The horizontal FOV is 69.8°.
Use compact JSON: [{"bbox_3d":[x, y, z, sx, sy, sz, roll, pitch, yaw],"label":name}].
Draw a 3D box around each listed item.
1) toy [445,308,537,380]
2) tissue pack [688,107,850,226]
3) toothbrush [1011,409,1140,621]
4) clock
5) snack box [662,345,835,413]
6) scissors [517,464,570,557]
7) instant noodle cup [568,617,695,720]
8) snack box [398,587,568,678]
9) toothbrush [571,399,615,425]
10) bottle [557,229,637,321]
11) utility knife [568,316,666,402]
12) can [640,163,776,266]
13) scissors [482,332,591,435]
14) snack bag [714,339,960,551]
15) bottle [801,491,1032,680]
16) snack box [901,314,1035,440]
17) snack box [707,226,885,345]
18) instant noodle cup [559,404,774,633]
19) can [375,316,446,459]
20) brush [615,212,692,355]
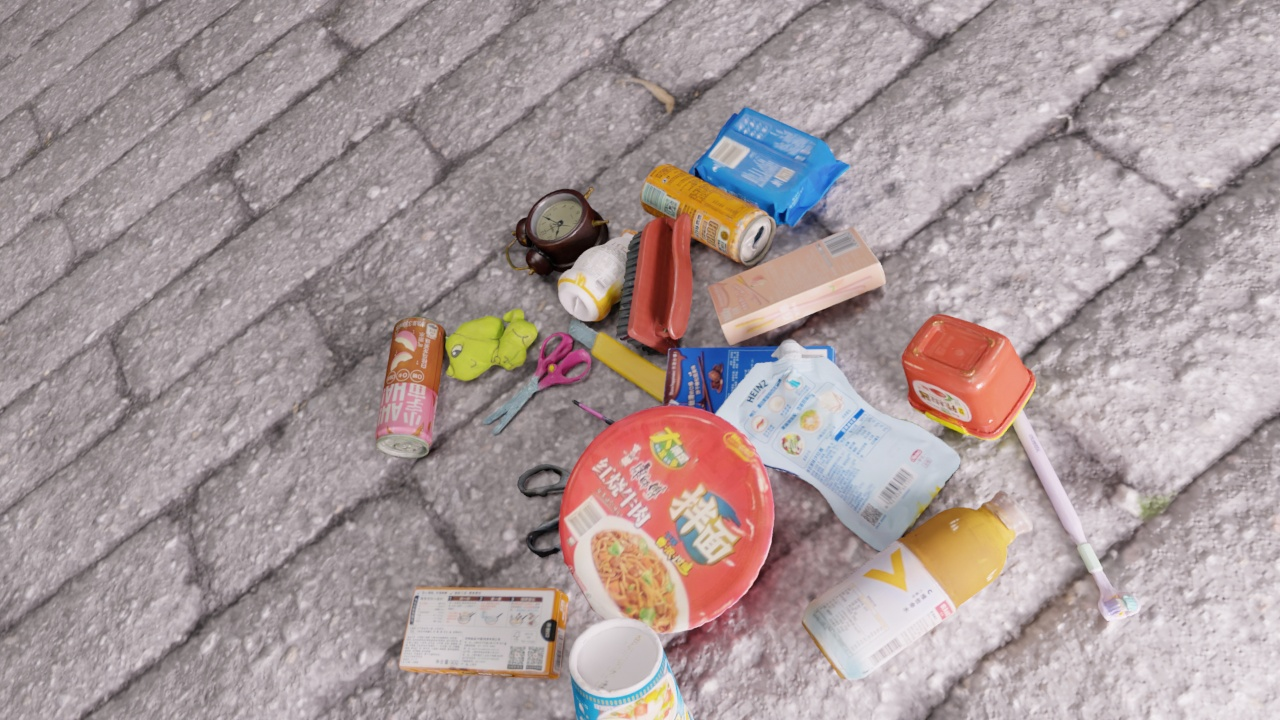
[{"bbox_3d":[-0.163,-0.018,0.990,0.100,0.031,0.096,15,69,23],"label":"toy"},{"bbox_3d":[0.133,-0.201,0.965,0.157,0.052,0.095,35,80,33],"label":"tissue pack"},{"bbox_3d":[0.335,0.113,0.728,0.029,0.021,0.189,-15,55,0],"label":"toothbrush"},{"bbox_3d":[-0.093,-0.138,1.016,0.122,0.055,0.082,-28,56,6],"label":"clock"},{"bbox_3d":[0.101,0.029,0.854,0.157,0.026,0.084,0,61,13],"label":"snack box"},{"bbox_3d":[-0.042,0.127,0.874,0.159,0.014,0.170,24,71,27],"label":"scissors"},{"bbox_3d":[-0.010,0.260,0.707,0.099,0.110,0.099,-7,33,4],"label":"instant noodle cup"},{"bbox_3d":[-0.143,0.247,0.836,0.154,0.026,0.075,-5,61,20],"label":"snack box"},{"bbox_3d":[0.005,0.081,0.871,0.189,0.014,0.017,27,81,28],"label":"toothbrush"},{"bbox_3d":[-0.036,-0.092,0.964,0.063,0.063,0.108,24,59,30],"label":"bottle"},{"bbox_3d":[-0.005,0.005,0.922,0.193,0.015,0.033,34,75,29],"label":"utility knife"},{"bbox_3d":[0.068,-0.154,0.960,0.146,0.058,0.058,35,78,33],"label":"can"},{"bbox_3d":[-0.117,0.021,0.961,0.137,0.017,0.077,-36,56,4],"label":"scissors"},{"bbox_3d":[0.165,0.068,0.786,0.191,0.039,0.110,37,94,20],"label":"snack bag"},{"bbox_3d":[0.216,0.171,0.713,0.189,0.068,0.068,-36,56,-1],"label":"bottle"},{"bbox_3d":[0.271,0.009,0.768,0.091,0.080,0.082,27,73,44],"label":"snack box"},{"bbox_3d":[0.147,-0.073,0.884,0.157,0.026,0.084,-22,31,8],"label":"snack box"},{"bbox_3d":[0.027,0.139,0.796,0.194,0.066,0.193,-7,69,19],"label":"instant noodle cup"},{"bbox_3d":[-0.244,0.027,0.979,0.058,0.058,0.147,-9,60,17],"label":"can"},{"bbox_3d":[0.022,-0.081,0.924,0.069,0.063,0.145,-17,57,43],"label":"brush"}]
